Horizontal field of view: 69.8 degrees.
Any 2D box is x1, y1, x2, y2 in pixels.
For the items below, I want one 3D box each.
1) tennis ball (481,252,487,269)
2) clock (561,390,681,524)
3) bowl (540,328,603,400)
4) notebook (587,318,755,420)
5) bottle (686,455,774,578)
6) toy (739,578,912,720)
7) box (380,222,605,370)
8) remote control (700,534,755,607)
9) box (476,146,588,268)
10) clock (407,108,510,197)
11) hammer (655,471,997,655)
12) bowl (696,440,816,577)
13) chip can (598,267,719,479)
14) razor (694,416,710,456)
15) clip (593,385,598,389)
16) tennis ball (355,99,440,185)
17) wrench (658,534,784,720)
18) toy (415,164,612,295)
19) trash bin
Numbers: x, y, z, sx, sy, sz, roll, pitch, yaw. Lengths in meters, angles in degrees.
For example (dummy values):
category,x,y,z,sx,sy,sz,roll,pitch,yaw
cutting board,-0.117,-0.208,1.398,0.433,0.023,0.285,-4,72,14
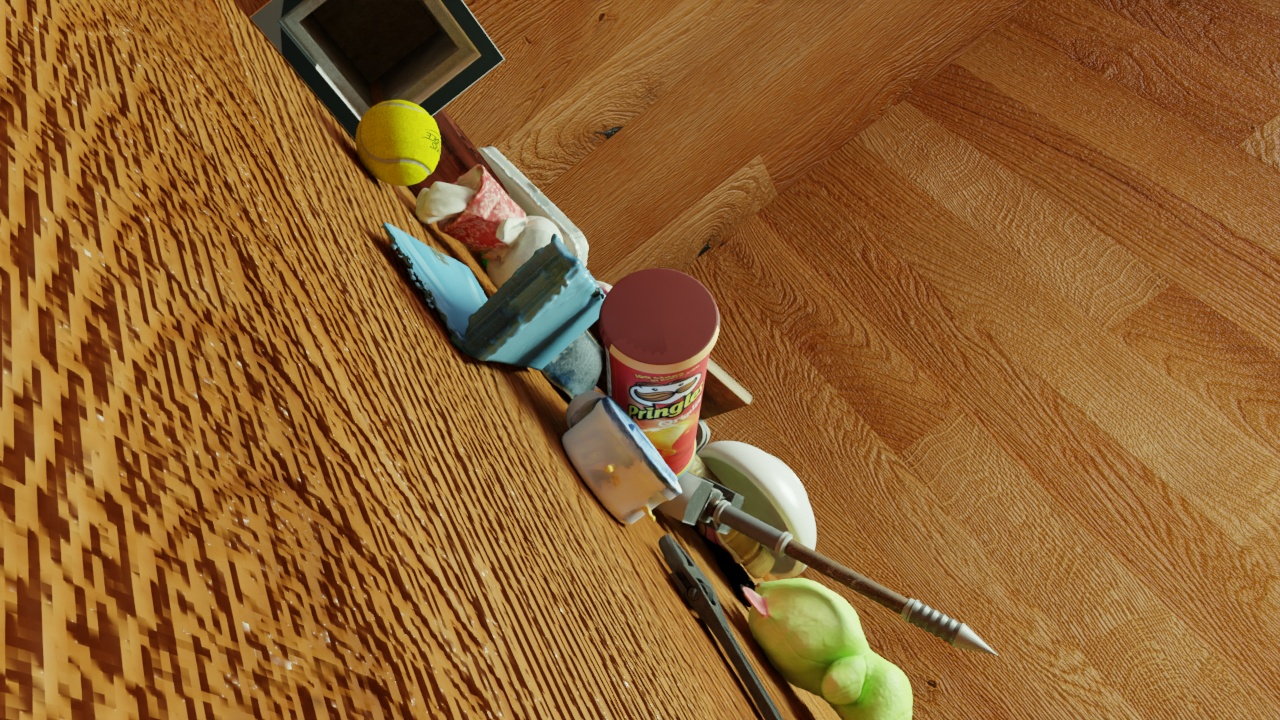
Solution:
category,x,y,z,sx,sy,sz,roll,pitch,yaw
tennis ball,-0.141,-0.116,1.001,0.065,0.065,0.065,52,1,-2
clock,-0.017,0.068,0.677,0.089,0.052,0.125,51,2,-24
bowl,-0.071,-0.012,0.876,0.110,0.055,0.110,52,0,-1
notebook,-0.004,0.007,0.977,0.178,0.014,0.250,41,-23,-9
bottle,0.083,0.171,1.010,0.166,0.059,0.059,48,2,-6
toy,0.173,0.275,0.845,0.196,0.107,0.150,62,8,23
box,-0.096,-0.061,0.659,0.111,0.094,0.231,49,2,3
remote control,0.099,0.232,1.066,0.047,0.022,0.150,51,0,-33
box,-0.130,-0.130,1.076,0.209,0.045,0.192,47,-27,26
clock,-0.197,-0.194,0.947,0.120,0.072,0.157,52,2,-5
hammer,0.165,0.186,0.840,0.322,0.043,0.156,24,-4,29
bowl,0.138,0.158,1.044,0.176,0.066,0.177,41,-28,27
chip can,0.012,0.023,0.741,0.087,0.087,0.214,53,-19,25
razor,0.005,0.084,0.923,0.116,0.088,0.047,20,26,-49
clip,-0.070,0.016,1.145,0.051,0.014,0.043,50,1,2
tennis ball,-0.190,-0.170,0.720,0.065,0.065,0.065,52,1,-2
wrench,0.079,0.225,0.630,0.273,0.018,0.073,55,3,41
toy,-0.119,-0.104,0.848,0.159,0.084,0.194,5,-26,44
trash bin,-0.244,-0.310,0.853,0.142,0.142,0.247,52,2,-29
